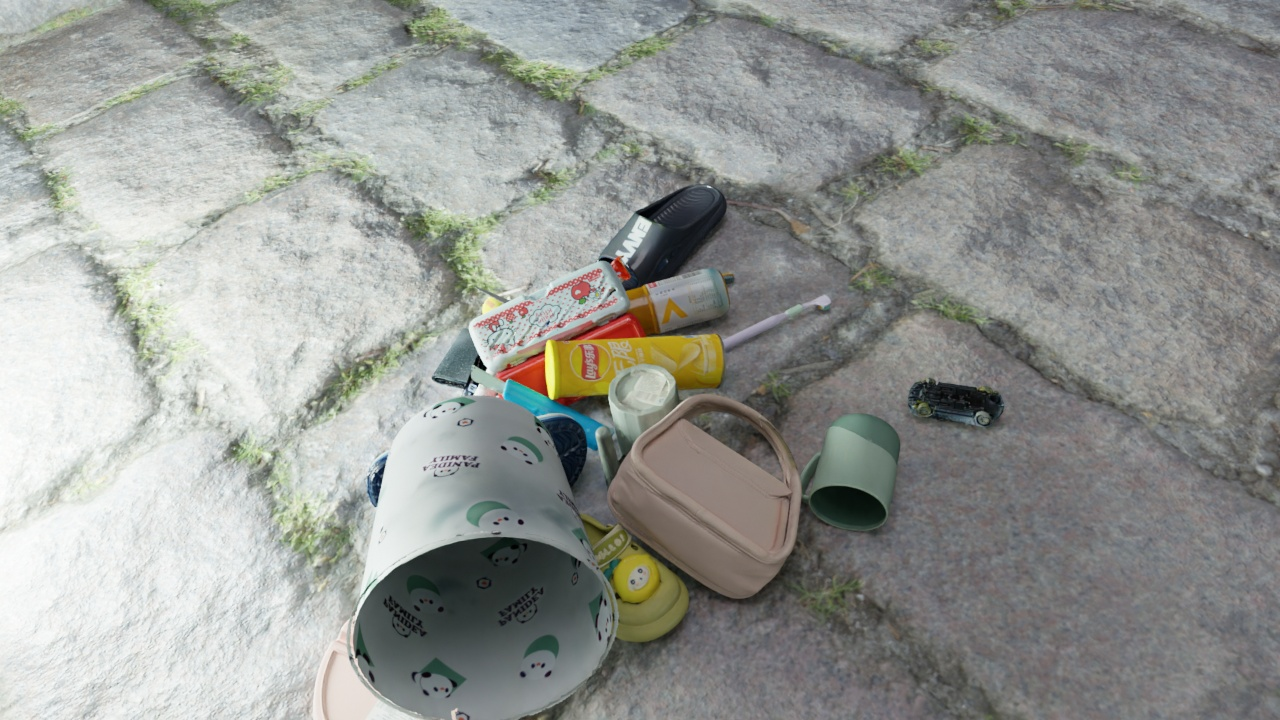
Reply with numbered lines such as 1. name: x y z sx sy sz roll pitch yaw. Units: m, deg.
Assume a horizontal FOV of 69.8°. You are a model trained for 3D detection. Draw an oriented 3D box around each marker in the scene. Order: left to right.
1. marker: -0.218 0.043 1.174 0.020 0.022 0.131 13 63 4

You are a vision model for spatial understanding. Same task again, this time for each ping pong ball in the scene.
1. ping pong ball: -0.200 -0.070 1.282 0.040 0.040 0.040 -6 46 6

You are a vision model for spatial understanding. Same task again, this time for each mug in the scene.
1. mug: -0.003 0.079 1.059 0.084 0.103 0.123 25 55 30
2. mug: 0.223 0.121 1.000 0.112 0.082 0.106 -18 37 40

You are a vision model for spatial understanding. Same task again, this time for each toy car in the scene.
1. toy car: 0.365 0.051 1.063 0.106 0.031 0.048 8 50 20

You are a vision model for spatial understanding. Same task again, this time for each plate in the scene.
1. plate: -0.223 0.317 0.930 0.229 0.028 0.229 -5 47 5

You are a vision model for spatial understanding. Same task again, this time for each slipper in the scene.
1. slipper: -0.187 0.123 1.066 0.252 0.105 0.095 -11 19 -8
2. slipper: -0.037 0.214 0.957 0.191 0.082 0.091 30 61 36
3. slipper: 0.020 -0.187 1.318 0.111 0.083 0.267 27 60 33

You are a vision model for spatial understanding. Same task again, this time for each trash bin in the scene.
1. trash bin: -0.157 0.176 0.891 0.229 0.230 0.251 -16 31 -4

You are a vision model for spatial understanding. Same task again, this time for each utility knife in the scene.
1. utility knife: -0.123 0.055 1.111 0.191 0.018 0.034 28 71 0

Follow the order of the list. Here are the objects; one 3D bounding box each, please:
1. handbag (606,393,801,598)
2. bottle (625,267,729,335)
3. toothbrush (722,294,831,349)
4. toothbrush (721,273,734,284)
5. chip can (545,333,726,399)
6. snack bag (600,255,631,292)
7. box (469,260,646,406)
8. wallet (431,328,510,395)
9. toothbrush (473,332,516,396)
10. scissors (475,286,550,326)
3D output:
1. handbag: 0.090 0.121 0.991 0.193 0.094 0.233 34 41 4
2. bottle: 0.021 -0.070 1.219 0.189 0.068 0.068 -15 46 -3
3. toothbrush: 0.163 -0.042 1.201 0.189 0.021 0.029 -24 9 -9
4. toothbrush: 0.041 -0.094 1.261 0.191 0.016 0.018 -14 28 -11
5. chip can: -0.007 0.007 1.114 0.213 0.072 0.072 -2 45 -12
6. snack bag: -0.056 -0.101 1.254 0.105 0.026 0.045 -38 59 12
7. box: -0.099 -0.023 1.155 0.201 0.060 0.161 -26 89 -6
8. wallet: -0.207 0.001 1.233 0.121 0.019 0.097 11 50 17
9. toothbrush: -0.189 0.024 1.178 0.027 0.026 0.220 12 49 10
10. scissors: -0.141 -0.066 1.249 0.176 0.012 0.161 31 39 9
